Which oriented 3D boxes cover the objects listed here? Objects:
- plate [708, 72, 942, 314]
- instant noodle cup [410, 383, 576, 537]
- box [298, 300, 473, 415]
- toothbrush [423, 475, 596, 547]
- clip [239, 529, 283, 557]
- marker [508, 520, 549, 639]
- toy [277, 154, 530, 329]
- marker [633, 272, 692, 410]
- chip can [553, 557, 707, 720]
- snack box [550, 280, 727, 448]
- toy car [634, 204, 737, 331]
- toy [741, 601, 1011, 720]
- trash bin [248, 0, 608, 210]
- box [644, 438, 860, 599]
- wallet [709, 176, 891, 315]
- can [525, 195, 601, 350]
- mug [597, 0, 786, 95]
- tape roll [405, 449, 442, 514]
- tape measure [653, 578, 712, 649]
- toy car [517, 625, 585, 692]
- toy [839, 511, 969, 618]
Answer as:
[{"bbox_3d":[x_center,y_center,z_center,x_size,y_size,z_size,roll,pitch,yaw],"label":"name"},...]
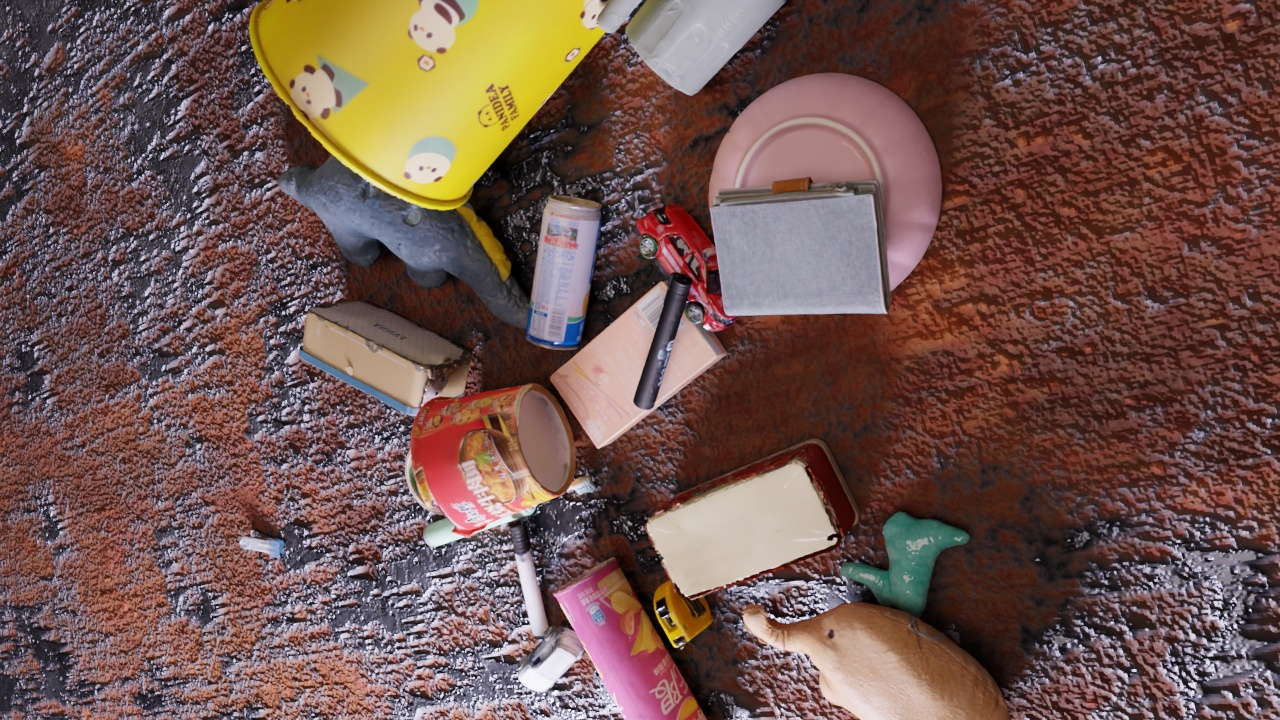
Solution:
[{"bbox_3d":[0.137,-0.130,0.730,0.193,0.039,0.192,6,103,27],"label":"plate"},{"bbox_3d":[-0.133,0.085,0.871,0.109,0.137,0.138,-17,92,21],"label":"instant noodle cup"},{"bbox_3d":[-0.266,-0.008,0.942,0.184,0.089,0.060,22,110,25],"label":"box"},{"bbox_3d":[-0.138,0.153,0.941,0.225,0.026,0.027,-23,117,29],"label":"toothbrush"},{"bbox_3d":[-0.467,0.226,1.135,0.057,0.029,0.025,14,108,18],"label":"clip"},{"bbox_3d":[-0.112,0.224,0.939,0.018,0.022,0.131,10,115,53],"label":"marker"},{"bbox_3d":[-0.245,-0.148,0.910,0.356,0.091,0.138,26,139,22],"label":"toy"},{"bbox_3d":[0.017,-0.015,0.781,0.022,0.020,0.132,46,133,38],"label":"marker"},{"bbox_3d":[-0.002,0.295,0.871,0.072,0.071,0.210,-34,83,29],"label":"chip can"},{"bbox_3d":[-0.005,0.005,0.840,0.158,0.026,0.084,-39,82,29],"label":"snack box"},{"bbox_3d":[0.044,-0.080,0.782,0.045,0.052,0.120,-37,84,33],"label":"toy car"},{"bbox_3d":[0.193,0.255,0.753,0.226,0.082,0.144,38,126,18],"label":"toy"},{"bbox_3d":[-0.145,-0.293,0.753,0.256,0.229,0.229,-38,82,22],"label":"trash bin"},{"bbox_3d":[0.090,0.138,0.787,0.169,0.076,0.091,-28,87,29],"label":"box"},{"bbox_3d":[0.122,-0.087,0.703,0.130,0.036,0.107,1,112,29],"label":"wallet"},{"bbox_3d":[-0.070,-0.081,0.842,0.053,0.053,0.135,18,108,24],"label":"can"},{"bbox_3d":[0.037,-0.277,0.708,0.104,0.123,0.083,-43,58,30],"label":"mug"},{"bbox_3d":[-0.216,0.123,0.983,0.086,0.013,0.086,6,103,27],"label":"tape roll"},{"bbox_3d":[0.040,0.227,0.843,0.029,0.059,0.057,-38,76,28],"label":"tape measure"},{"bbox_3d":[-0.091,0.308,0.936,0.043,0.034,0.091,34,118,-13],"label":"toy car"},{"bbox_3d":[0.214,0.168,0.755,0.096,0.030,0.092,13,104,28],"label":"toy"}]
